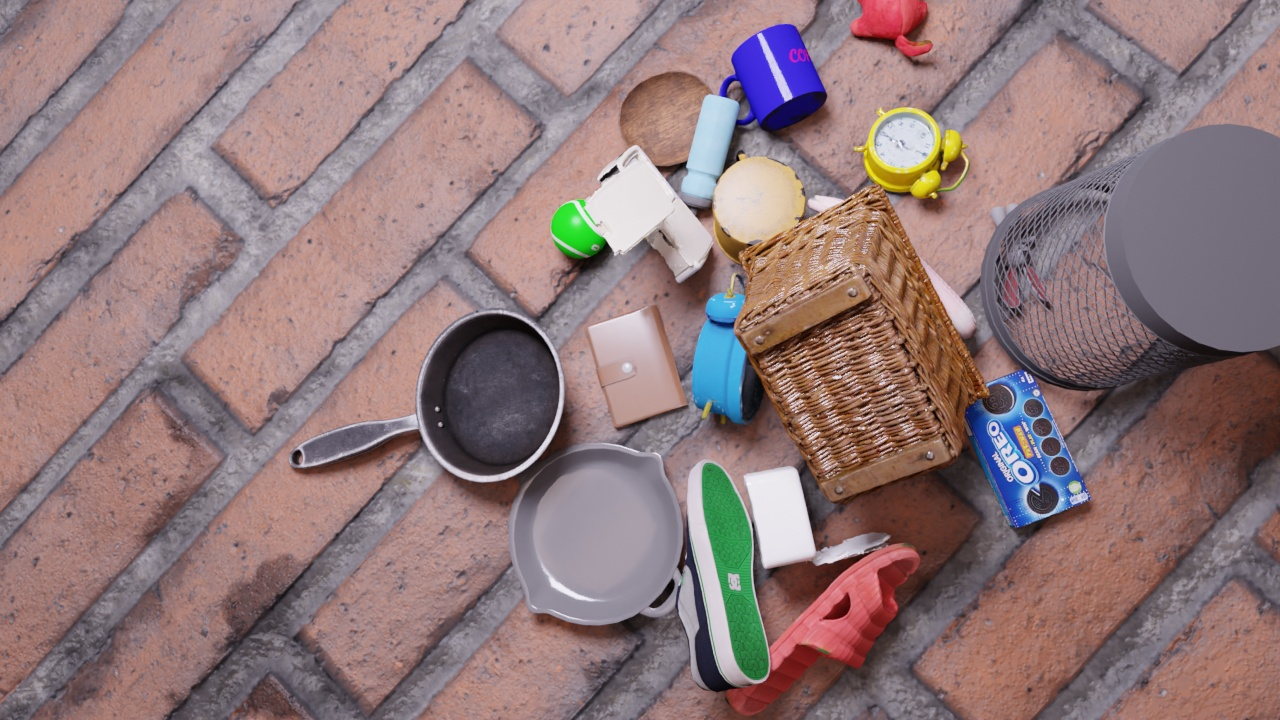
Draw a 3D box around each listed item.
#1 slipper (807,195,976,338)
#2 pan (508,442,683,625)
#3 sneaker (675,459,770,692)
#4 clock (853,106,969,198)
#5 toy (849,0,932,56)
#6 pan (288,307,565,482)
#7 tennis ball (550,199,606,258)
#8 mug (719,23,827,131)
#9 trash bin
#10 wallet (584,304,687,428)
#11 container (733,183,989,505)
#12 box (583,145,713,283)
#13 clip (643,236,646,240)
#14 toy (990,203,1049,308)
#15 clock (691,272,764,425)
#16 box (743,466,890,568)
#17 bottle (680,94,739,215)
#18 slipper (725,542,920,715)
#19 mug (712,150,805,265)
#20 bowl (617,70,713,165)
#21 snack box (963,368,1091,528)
[{"bbox_3d":[0.262,-0.099,0.964,0.221,0.106,0.056,41,106,3],"label":"slipper"},{"bbox_3d":[-0.095,0.149,1.013,0.354,0.024,0.216,40,89,15],"label":"pan"},{"bbox_3d":[0.068,0.218,0.943,0.079,0.084,0.235,-30,53,36],"label":"sneaker"},{"bbox_3d":[0.295,-0.222,0.990,0.119,0.057,0.083,31,88,16],"label":"clock"},{"bbox_3d":[0.273,-0.392,0.996,0.088,0.094,0.133,-21,83,4],"label":"toy"},{"bbox_3d":[-0.238,0.063,1.019,0.358,0.055,0.187,-20,76,20],"label":"pan"},{"bbox_3d":[-0.068,-0.147,1.023,0.065,0.065,0.065,-1,83,7],"label":"tennis ball"},{"bbox_3d":[0.139,-0.303,1.015,0.111,0.079,0.083,-27,80,28],"label":"mug"},{"bbox_3d":[0.470,-0.088,0.849,0.217,0.227,0.217,0,84,-4],"label":"trash bin"},{"bbox_3d":[-0.006,0.006,1.024,0.087,0.013,0.121,-18,82,5],"label":"wallet"},{"bbox_3d":[0.202,-0.003,0.860,0.163,0.182,0.250,-26,103,25],"label":"container"},{"bbox_3d":[0.024,-0.148,0.932,0.070,0.186,0.143,-34,105,25],"label":"box"},{"bbox_3d":[0.001,-0.159,1.042,0.054,0.044,0.049,-40,122,0],"label":"clip"},{"bbox_3d":[0.400,-0.112,0.979,0.049,0.030,0.111,-11,83,1],"label":"toy"},{"bbox_3d":[0.099,-0.011,0.965,0.060,0.116,0.161,7,83,20],"label":"clock"},{"bbox_3d":[0.182,0.162,0.935,0.136,0.109,0.121,-13,82,6],"label":"box"},{"bbox_3d":[0.074,-0.224,1.015,0.040,0.040,0.130,17,103,9],"label":"bottle"},{"bbox_3d":[0.194,0.283,0.921,0.249,0.103,0.059,-45,52,7],"label":"slipper"},{"bbox_3d":[0.123,-0.170,0.987,0.100,0.094,0.123,-17,82,5],"label":"mug"},{"bbox_3d":[0.032,-0.273,1.043,0.114,0.026,0.102,-21,95,1],"label":"bowl"},{"bbox_3d":[0.395,0.090,0.957,0.082,0.027,0.150,-23,81,4],"label":"snack box"}]
